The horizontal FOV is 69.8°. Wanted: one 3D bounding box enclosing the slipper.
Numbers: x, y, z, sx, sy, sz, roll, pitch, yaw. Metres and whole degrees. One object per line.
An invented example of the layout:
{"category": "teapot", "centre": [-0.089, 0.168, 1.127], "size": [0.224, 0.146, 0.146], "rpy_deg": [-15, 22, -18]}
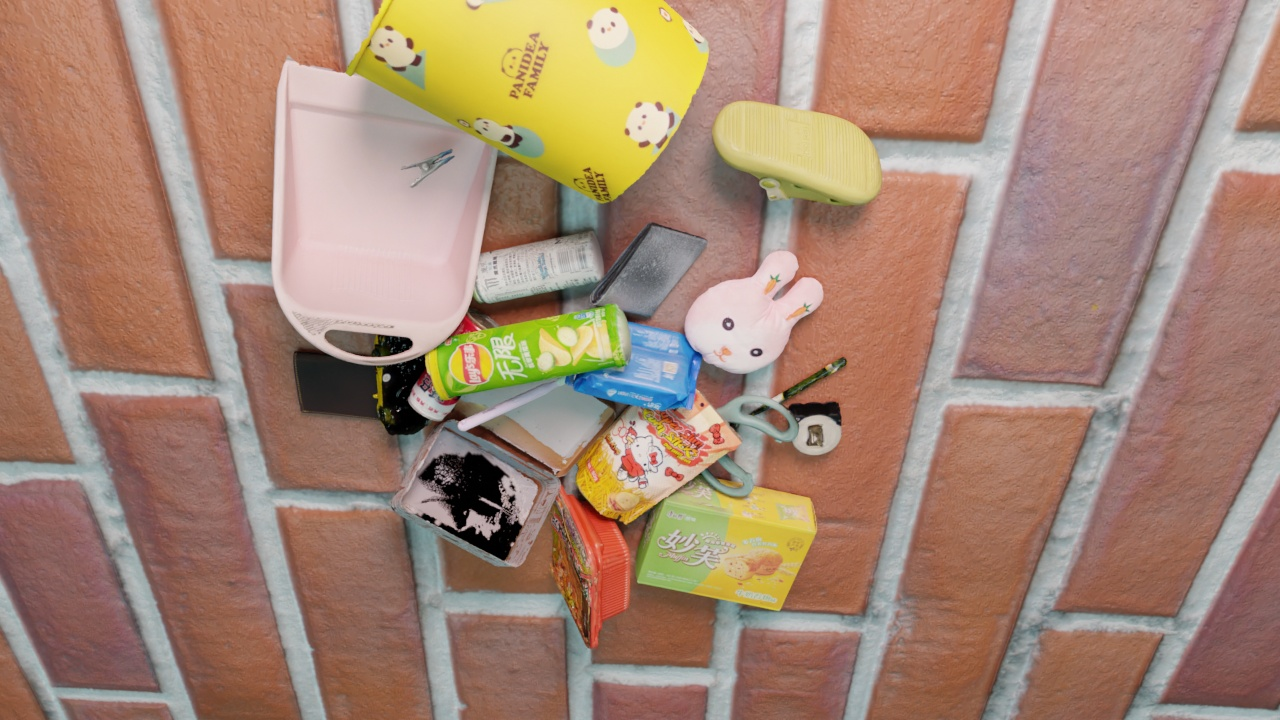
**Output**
{"category": "slipper", "centre": [0.156, -0.209, 0.949], "size": [0.190, 0.091, 0.082], "rpy_deg": [13, 162, -16]}

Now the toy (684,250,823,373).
{"category": "toy", "centre": [0.130, -0.054, 1.058], "size": [0.160, 0.054, 0.121], "rpy_deg": [-43, 112, 16]}

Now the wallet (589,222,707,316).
{"category": "wallet", "centre": [0.010, -0.100, 1.025], "size": [0.097, 0.019, 0.121], "rpy_deg": [7, 132, -47]}

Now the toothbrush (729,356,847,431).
{"category": "toothbrush", "centre": [0.175, 0.047, 1.138], "size": [0.186, 0.017, 0.012], "rpy_deg": [-33, 99, 22]}

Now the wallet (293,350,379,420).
{"category": "wallet", "centre": [-0.370, 0.034, 1.153], "size": [0.122, 0.020, 0.096], "rpy_deg": [6, 127, -2]}

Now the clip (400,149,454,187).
{"category": "clip", "centre": [-0.214, -0.197, 0.933], "size": [0.057, 0.025, 0.029], "rpy_deg": [-28, 104, -7]}

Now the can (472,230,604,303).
{"category": "can", "centre": [-0.117, -0.104, 1.030], "size": [0.147, 0.058, 0.058], "rpy_deg": [-10, 121, 9]}

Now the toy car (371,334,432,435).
{"category": "toy car", "centre": [-0.290, 0.023, 1.117], "size": [0.071, 0.041, 0.156], "rpy_deg": [-16, 126, -32]}

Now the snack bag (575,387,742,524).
{"category": "snack bag", "centre": [0.015, 0.111, 1.150], "size": [0.208, 0.073, 0.128], "rpy_deg": [-42, 81, 26]}

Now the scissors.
{"category": "scissors", "centre": [0.121, 0.085, 1.142], "size": [0.179, 0.019, 0.172], "rpy_deg": [-28, 101, 26]}

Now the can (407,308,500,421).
{"category": "can", "centre": [-0.219, 0.006, 1.087], "size": [0.053, 0.053, 0.133], "rpy_deg": [33, 102, -17]}

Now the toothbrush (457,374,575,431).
{"category": "toothbrush", "centre": [-0.131, 0.039, 1.096], "size": [0.189, 0.029, 0.021], "rpy_deg": [-26, 145, -11]}

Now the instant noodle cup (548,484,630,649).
{"category": "instant noodle cup", "centre": [-0.068, 0.268, 1.220], "size": [0.079, 0.164, 0.189], "rpy_deg": [-10, 125, -19]}

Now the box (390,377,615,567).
{"category": "box", "centre": [-0.173, 0.118, 1.156], "size": [0.178, 0.124, 0.274], "rpy_deg": [33, 91, -17]}

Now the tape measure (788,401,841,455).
{"category": "tape measure", "centre": [0.219, 0.085, 1.151], "size": [0.066, 0.033, 0.066], "rpy_deg": [-5, 122, 7]}

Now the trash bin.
{"category": "trash bin", "centre": [-0.093, -0.287, 0.827], "size": [0.255, 0.229, 0.230], "rpy_deg": [29, 119, -22]}

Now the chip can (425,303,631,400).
{"category": "chip can", "centre": [-0.120, -0.010, 1.013], "size": [0.221, 0.072, 0.073], "rpy_deg": [-10, 122, 5]}

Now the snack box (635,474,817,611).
{"category": "snack box", "centre": [0.112, 0.243, 1.235], "size": [0.210, 0.069, 0.158], "rpy_deg": [12, 123, -6]}

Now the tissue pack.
{"category": "tissue pack", "centre": [-0.006, 0.006, 1.076], "size": [0.157, 0.094, 0.052], "rpy_deg": [12, 146, -5]}

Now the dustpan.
{"category": "dustpan", "centre": [-0.263, -0.140, 0.945], "size": [0.222, 0.138, 0.274], "rpy_deg": [4, 127, -17]}
